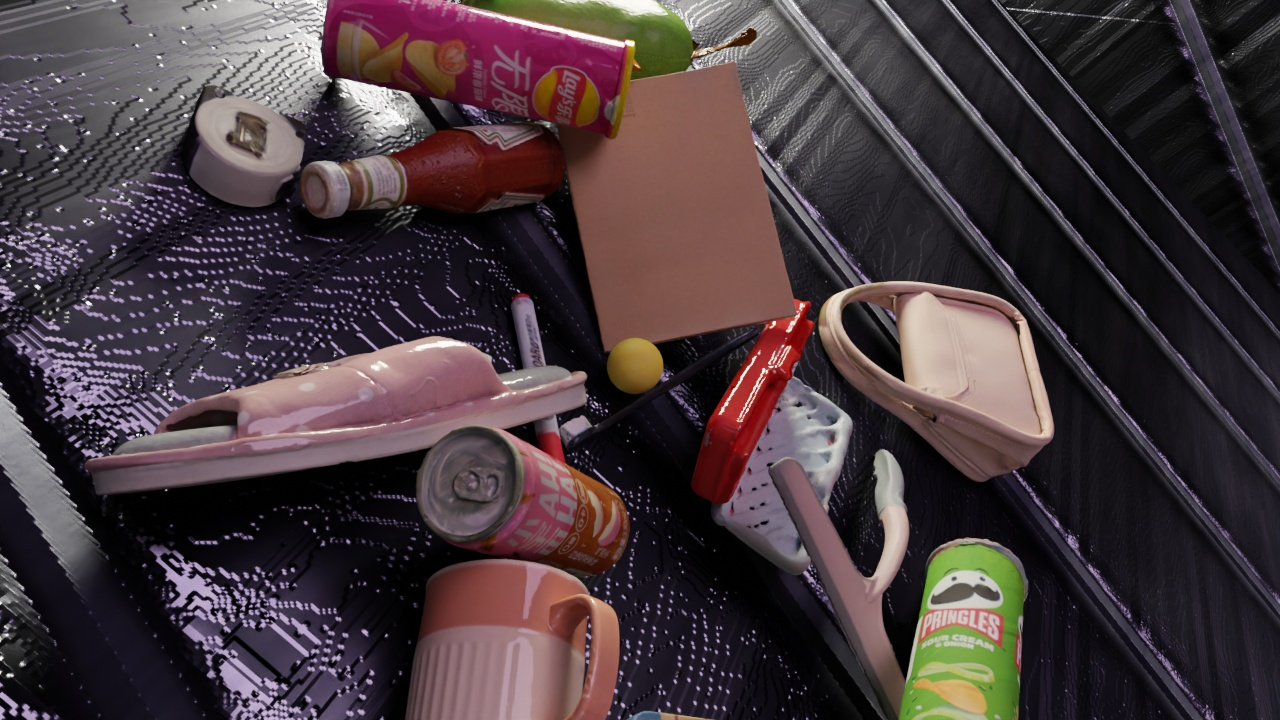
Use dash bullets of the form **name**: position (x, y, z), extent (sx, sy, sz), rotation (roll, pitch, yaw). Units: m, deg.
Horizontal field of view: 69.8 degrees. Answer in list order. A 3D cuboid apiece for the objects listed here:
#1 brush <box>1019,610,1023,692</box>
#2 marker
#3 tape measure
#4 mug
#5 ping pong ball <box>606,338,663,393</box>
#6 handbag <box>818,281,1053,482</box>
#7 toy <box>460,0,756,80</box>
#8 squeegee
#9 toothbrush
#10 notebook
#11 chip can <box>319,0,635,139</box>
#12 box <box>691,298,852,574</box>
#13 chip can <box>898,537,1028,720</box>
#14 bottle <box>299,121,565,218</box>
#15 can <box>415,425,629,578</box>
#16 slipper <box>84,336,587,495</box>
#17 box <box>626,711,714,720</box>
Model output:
- **brush**: position (0.251, 0.217, 0.703), extent (0.073, 0.055, 0.143), rotation (22, 36, 9)
- **marker**: position (-0.068, 0.017, 0.606), extent (0.017, 0.017, 0.145), rotation (10, 52, -37)
- **tape measure**: position (-0.240, -0.127, 0.556), extent (0.065, 0.034, 0.066), rotation (16, 48, -31)
- **mug**: position (-0.056, 0.154, 0.426), extent (0.081, 0.115, 0.105), rotation (37, 40, -36)
- **ping pong ball**: position (-0.004, 0.004, 0.657), extent (0.040, 0.040, 0.040), rotation (24, 44, -26)
- **handbag**: position (0.279, 0.000, 0.902), extent (0.234, 0.094, 0.192), rotation (20, 46, -18)
- **toy**: position (-0.036, -0.275, 0.793), extent (0.246, 0.090, 0.227), rotation (-2, 20, -21)
- **squeegee**: position (0.186, 0.126, 0.701), extent (0.248, 0.040, 0.248), rotation (63, 26, -12)
- **toothbrush**: position (0.018, 0.015, 0.640), extent (0.180, 0.016, 0.018), rotation (-29, 69, -28)
- **notebook**: position (0.024, -0.121, 0.701), extent (0.149, 0.012, 0.211), rotation (-11, 79, -6)
- **chip can**: position (-0.114, -0.215, 0.658), extent (0.210, 0.072, 0.071), rotation (10, 48, -7)
- **box**: position (0.114, 0.051, 0.688), extent (0.098, 0.119, 0.200), rotation (21, 36, 12)
- **chip can**: position (0.203, 0.207, 0.581), extent (0.072, 0.072, 0.235), rotation (46, 33, -1)
- **bottle**: position (-0.136, -0.128, 0.632), extent (0.205, 0.060, 0.060), rotation (-24, 76, -49)
- **can**: position (-0.055, 0.078, 0.482), extent (0.147, 0.058, 0.058), rotation (45, 22, -63)
- **slipper**: position (-0.134, 0.021, 0.473), extent (0.273, 0.114, 0.054), rotation (-9, 89, -49)
- **box**: position (0.053, 0.246, 0.492), extent (0.184, 0.061, 0.089), rotation (17, 49, -30)
